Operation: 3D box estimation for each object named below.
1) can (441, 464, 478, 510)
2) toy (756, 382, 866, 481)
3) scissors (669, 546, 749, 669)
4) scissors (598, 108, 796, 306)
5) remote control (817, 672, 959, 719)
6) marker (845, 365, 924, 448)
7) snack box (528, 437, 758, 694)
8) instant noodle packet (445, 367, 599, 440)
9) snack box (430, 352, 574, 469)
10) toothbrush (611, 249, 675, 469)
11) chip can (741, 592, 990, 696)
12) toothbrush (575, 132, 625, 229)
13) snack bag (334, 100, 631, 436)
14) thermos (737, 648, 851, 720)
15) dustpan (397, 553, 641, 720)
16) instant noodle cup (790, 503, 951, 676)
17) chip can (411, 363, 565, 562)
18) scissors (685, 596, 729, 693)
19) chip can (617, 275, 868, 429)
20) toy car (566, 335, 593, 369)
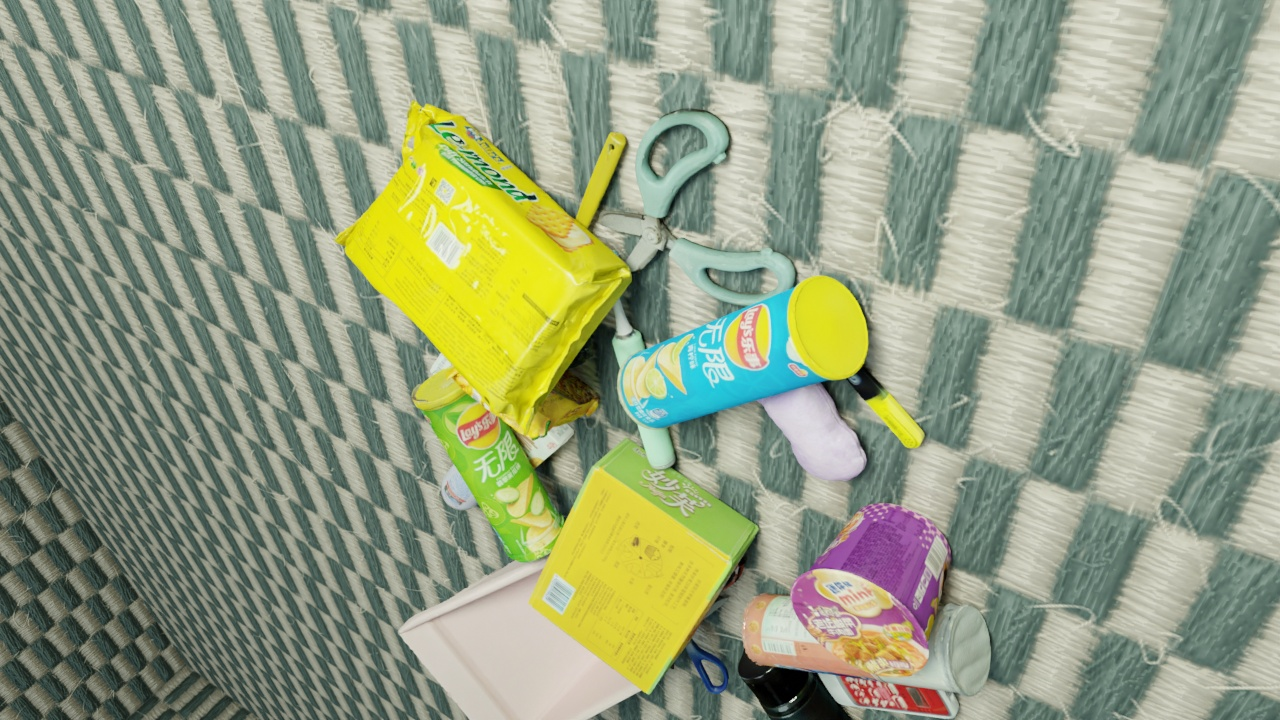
[{"bbox_3d":[-0.186,0.127,1.048,0.053,0.053,0.135,44,142,0],"label":"can"},{"bbox_3d":[0.131,0.053,0.715,0.084,0.038,0.108,-21,112,49],"label":"toy"},{"bbox_3d":[0.029,0.224,0.940,0.227,0.015,0.189,-31,94,34],"label":"scissors"},{"bbox_3d":[0.035,-0.112,0.666,0.170,0.019,0.181,20,137,28],"label":"scissors"},{"bbox_3d":[0.234,0.314,0.878,0.136,0.020,0.056,-13,116,46],"label":"remote control"},{"bbox_3d":[0.163,0.017,0.674,0.124,0.015,0.018,47,138,-2],"label":"marker"},{"bbox_3d":[-0.002,0.203,0.896,0.158,0.069,0.211,33,123,13],"label":"snack box"},{"bbox_3d":[-0.104,0.024,0.831,0.111,0.128,0.044,32,107,12],"label":"instant noodle packet"},{"bbox_3d":[-0.147,0.042,0.958,0.157,0.026,0.085,46,142,-1],"label":"snack box"},{"bbox_3d":[-0.005,0.005,0.800,0.026,0.027,0.225,42,153,53],"label":"toothbrush"},{"bbox_3d":[0.192,0.247,0.813,0.215,0.071,0.071,-11,117,46],"label":"chip can"},{"bbox_3d":[-0.046,-0.110,0.741,0.015,0.016,0.191,39,140,8],"label":"toothbrush"},{"bbox_3d":[-0.133,-0.078,0.737,0.246,0.068,0.158,43,111,15],"label":"snack bag"},{"bbox_3d":[0.191,0.389,0.958,0.242,0.068,0.090,54,176,-11],"label":"thermos"},{"bbox_3d":[-0.102,0.323,1.037,0.222,0.273,0.139,55,166,-18],"label":"dustpan"},{"bbox_3d":[0.189,0.175,0.728,0.112,0.099,0.112,22,136,23],"label":"instant noodle cup"},{"bbox_3d":[-0.150,0.109,0.940,0.073,0.072,0.221,-2,124,42],"label":"chip can"},{"bbox_3d":[0.042,0.304,0.997,0.162,0.012,0.173,44,117,-11],"label":"scissors"},{"bbox_3d":[0.068,0.002,0.688,0.071,0.071,0.211,53,144,-11],"label":"chip can"},{"bbox_3d":[-0.065,-0.027,0.814,0.091,0.043,0.034,97,152,-51],"label":"toy car"}]
